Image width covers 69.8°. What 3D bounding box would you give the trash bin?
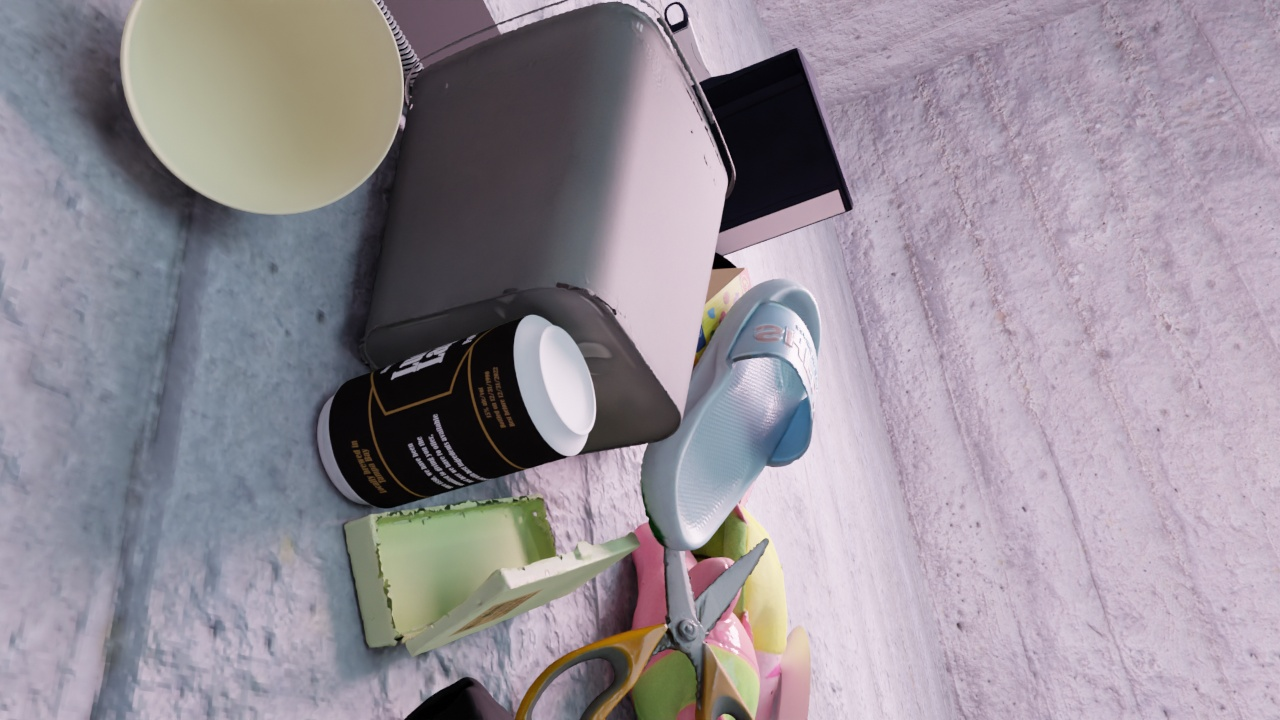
[{"bbox_3d":[-0.055,-0.071,0.582,0.197,0.198,0.219,54,32,-45],"label":"trash bin"}]

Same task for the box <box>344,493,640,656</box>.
[{"bbox_3d":[-0.084,0.108,0.529,0.083,0.092,0.188,53,11,16],"label":"box"}]

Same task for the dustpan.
[{"bbox_3d":[0.082,-0.264,1.031,0.080,0.237,0.273,9,64,-67],"label":"dustpan"}]

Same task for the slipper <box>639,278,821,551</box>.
[{"bbox_3d":[0.081,0.037,0.642,0.244,0.074,0.104,-51,130,-41],"label":"slipper"}]

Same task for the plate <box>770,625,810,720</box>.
[{"bbox_3d":[0.117,0.330,0.815,0.188,0.016,0.188,25,79,-89],"label":"plate"}]

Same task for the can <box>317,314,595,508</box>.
[{"bbox_3d":[-0.092,0.028,0.465,0.072,0.129,0.071,53,27,-43],"label":"can"}]

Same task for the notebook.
[{"bbox_3d":[-0.151,-0.255,0.659,0.207,0.016,0.148,61,27,-51],"label":"notebook"}]

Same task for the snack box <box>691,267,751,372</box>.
[{"bbox_3d":[0.046,-0.005,0.693,0.125,0.040,0.088,-41,123,-47],"label":"snack box"}]

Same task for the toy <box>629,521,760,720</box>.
[{"bbox_3d":[0.034,0.217,0.701,0.236,0.096,0.192,-104,-163,-49],"label":"toy"}]

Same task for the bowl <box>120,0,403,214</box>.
[{"bbox_3d":[-0.181,-0.133,0.432,0.074,0.117,0.118,28,-25,52],"label":"bowl"}]

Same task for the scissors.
[{"bbox_3d":[0.030,0.201,0.592,0.224,0.016,0.225,-33,82,-33],"label":"scissors"}]

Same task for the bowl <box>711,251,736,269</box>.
[{"bbox_3d":[0.058,-0.062,1.029,0.053,0.124,0.124,117,-32,-60],"label":"bowl"}]

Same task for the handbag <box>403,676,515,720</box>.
[{"bbox_3d":[-0.073,0.243,0.436,0.154,0.115,0.125,54,3,-34],"label":"handbag"}]

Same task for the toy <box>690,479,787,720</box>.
[{"bbox_3d":[0.083,0.202,0.794,0.190,0.088,0.238,-11,101,-82],"label":"toy"}]
